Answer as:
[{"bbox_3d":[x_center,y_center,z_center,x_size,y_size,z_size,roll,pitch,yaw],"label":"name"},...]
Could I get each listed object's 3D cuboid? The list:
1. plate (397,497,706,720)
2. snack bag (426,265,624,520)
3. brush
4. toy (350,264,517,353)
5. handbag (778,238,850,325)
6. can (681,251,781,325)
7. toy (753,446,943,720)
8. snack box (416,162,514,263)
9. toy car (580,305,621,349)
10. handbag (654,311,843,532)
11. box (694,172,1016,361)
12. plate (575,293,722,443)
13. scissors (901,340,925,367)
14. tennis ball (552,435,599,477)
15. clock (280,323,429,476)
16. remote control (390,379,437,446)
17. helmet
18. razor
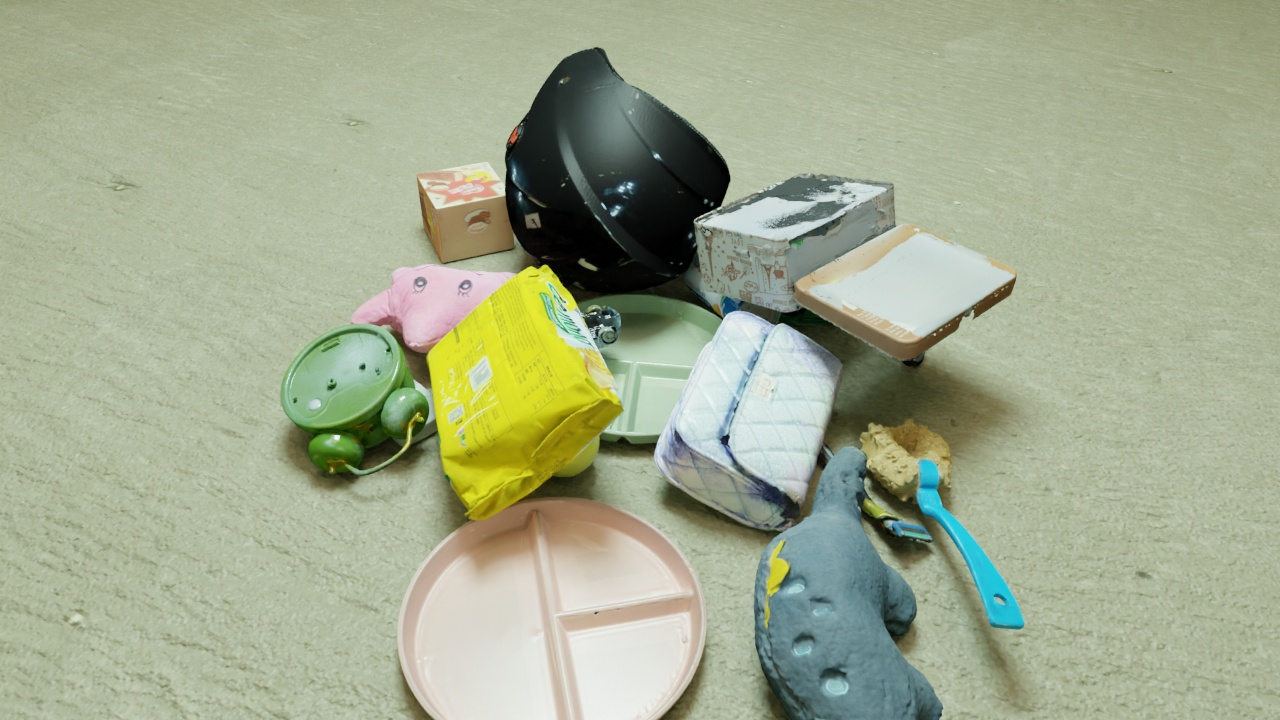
[{"bbox_3d":[-0.065,0.196,0.692,0.229,0.028,0.229,1,40,-1],"label":"plate"},{"bbox_3d":[-0.114,0.019,0.801,0.158,0.068,0.246,-41,34,7],"label":"snack bag"},{"bbox_3d":[0.247,0.124,0.751,0.083,0.046,0.254,7,26,-9],"label":"brush"},{"bbox_3d":[-0.197,-0.052,0.958,0.195,0.075,0.178,5,30,6],"label":"toy"},{"bbox_3d":[0.182,-0.096,1.033,0.120,0.068,0.131,-10,40,-14],"label":"handbag"},{"bbox_3d":[0.096,-0.075,1.003,0.053,0.053,0.134,-15,32,-19],"label":"can"},{"bbox_3d":[0.148,0.191,0.658,0.138,0.092,0.355,9,40,-9],"label":"toy"},{"bbox_3d":[-0.214,-0.183,1.123,0.092,0.077,0.094,-15,42,-20],"label":"snack box"},{"bbox_3d":[-0.068,-0.022,0.916,0.105,0.031,0.049,-19,43,-8],"label":"toy car"},{"bbox_3d":[0.103,0.048,0.824,0.134,0.076,0.193,30,47,-2],"label":"handbag"},{"bbox_3d":[0.202,-0.101,0.880,0.177,0.088,0.262,-28,33,-31],"label":"box"},{"bbox_3d":[-0.005,0.005,0.934,0.230,0.028,0.229,2,38,-1],"label":"plate"},{"bbox_3d":[0.284,-0.072,0.999,0.159,0.014,0.176,35,47,-20],"label":"scissors"},{"bbox_3d":[-0.069,0.071,0.817,0.065,0.066,0.065,1,39,-1],"label":"tennis ball"},{"bbox_3d":[-0.258,0.038,0.838,0.116,0.056,0.161,-30,52,-6],"label":"clock"},{"bbox_3d":[-0.251,0.030,0.899,0.150,0.021,0.058,32,48,32],"label":"remote control"},{"bbox_3d":[-0.039,-0.186,1.017,0.275,0.233,0.229,-9,55,46],"label":"helmet"},{"bbox_3d":[0.193,0.116,0.806,0.042,0.022,0.142,18,20,-38],"label":"razor"}]
